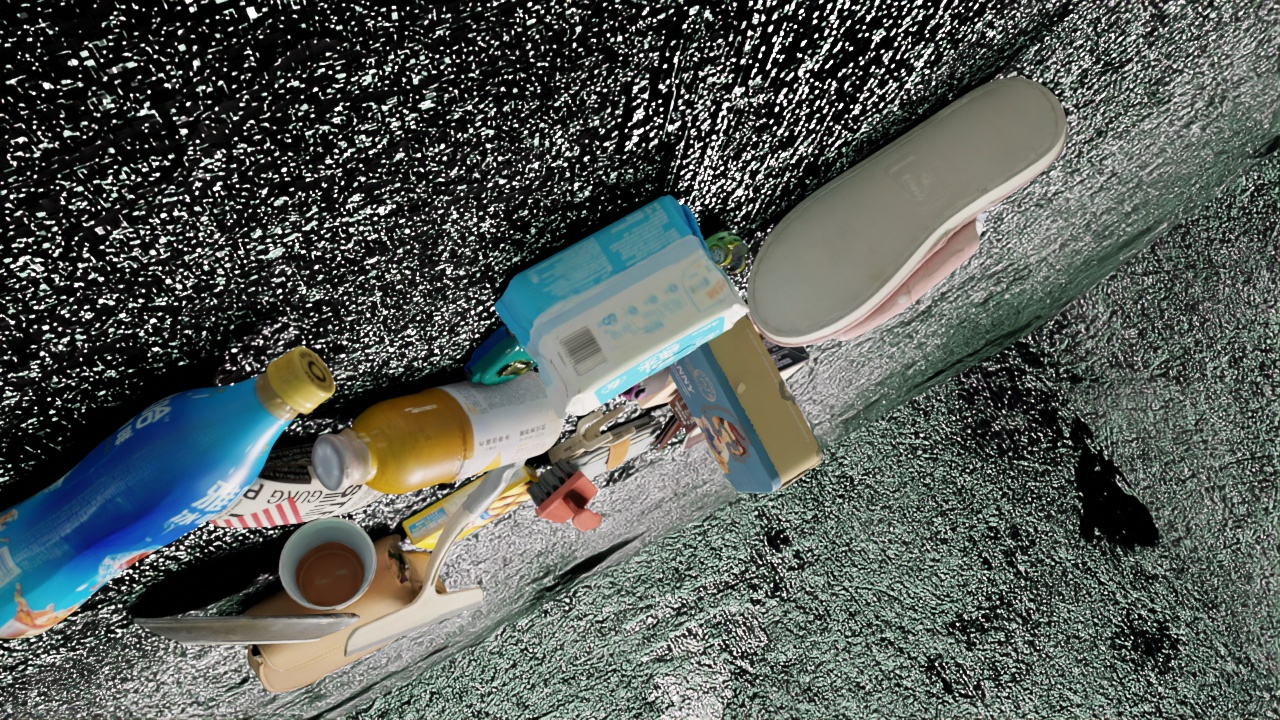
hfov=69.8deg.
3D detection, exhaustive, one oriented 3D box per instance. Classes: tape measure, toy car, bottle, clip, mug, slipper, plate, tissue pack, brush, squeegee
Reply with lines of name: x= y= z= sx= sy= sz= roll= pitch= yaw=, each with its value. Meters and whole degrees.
tape measure: x=-0.005 y=0.005 z=0.774 sx=0.039 sy=0.057 sz=0.058 roll=-20 pitch=139 yaw=-30
toy car: x=0.037 y=-0.063 z=0.670 sx=0.091 sy=0.036 sz=0.043 roll=-34 pitch=164 yaw=17
bottle: x=-0.138 y=0.052 z=0.648 sx=0.189 sy=0.068 sz=0.068 roll=-13 pitch=157 yaw=-49
clip: x=-0.060 y=0.082 z=0.976 sx=0.103 sy=0.035 sz=0.092 roll=-25 pitch=170 yaw=9
tape measure: x=-0.091 y=-0.003 z=0.643 sx=0.058 sy=0.025 sz=0.054 roll=-38 pitch=163 yaw=29
mug: x=-0.281 y=0.193 z=0.832 sx=0.078 sy=0.078 sz=0.123 roll=-24 pitch=168 yaw=-23
slipper: x=0.200 y=-0.108 z=0.702 sx=0.274 sy=0.114 sz=0.054 roll=-39 pitch=152 yaw=8
plate: x=-0.334 y=0.230 z=0.787 sx=0.179 sy=0.024 sz=0.179 roll=-2 pitch=165 yaw=-1
bottle: x=-0.252 y=0.063 z=0.472 sx=0.219 sy=0.065 sz=0.065 roll=-34 pitch=165 yaw=7
tissue pack: x=-0.011 y=-0.033 z=0.571 sx=0.140 sy=0.090 sz=0.063 roll=-30 pitch=165 yaw=-4
brush: x=-0.075 y=0.157 z=1.008 sx=0.063 sy=0.069 sz=0.146 roll=-42 pitch=166 yaw=-6
squeegee: x=-0.168 y=0.158 z=0.908 sx=0.247 sy=0.039 sz=0.246 roll=-57 pitch=162 yaw=8

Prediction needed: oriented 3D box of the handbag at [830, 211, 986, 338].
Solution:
handbag: x=0.220 y=-0.096 z=0.844 sx=0.194 sy=0.075 sz=0.134 roll=-41 pitch=162 yaw=31

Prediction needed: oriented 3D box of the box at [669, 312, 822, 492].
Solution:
box: x=0.075 y=0.022 z=0.773 sx=0.059 sy=0.184 sz=0.090 roll=-32 pitch=-179 yaw=-20

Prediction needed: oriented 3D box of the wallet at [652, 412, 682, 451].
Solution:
wallet: x=0.060 y=0.050 z=1.074 sx=0.096 sy=0.020 sz=0.123 roll=-50 pitch=175 yaw=-31

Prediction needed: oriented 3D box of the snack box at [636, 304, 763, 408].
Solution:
snack box: x=0.069 y=-0.006 z=0.943 sx=0.158 sy=0.026 sz=0.084 roll=-41 pitch=163 yaw=35

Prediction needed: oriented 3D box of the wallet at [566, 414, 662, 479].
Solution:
wallet: x=-0.040 y=0.115 z=1.113 sx=0.129 sy=0.037 sz=0.107 roll=-23 pitch=164 yaw=-27

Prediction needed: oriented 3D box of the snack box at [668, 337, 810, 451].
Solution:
snack box: x=0.098 y=0.030 z=0.957 sx=0.113 sy=0.053 sz=0.126 roll=-21 pitch=164 yaw=-37

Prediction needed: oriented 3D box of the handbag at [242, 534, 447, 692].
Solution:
handbag: x=-0.310 y=0.259 z=0.958 sx=0.204 sy=0.099 sz=0.148 roll=-26 pitch=157 yaw=-15

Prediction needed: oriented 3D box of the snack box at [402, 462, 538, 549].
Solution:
snack box: x=-0.178 y=0.157 z=0.991 sx=0.140 sy=0.033 sz=0.087 roll=-28 pitch=165 yaw=-3

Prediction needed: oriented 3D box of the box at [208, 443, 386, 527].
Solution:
box: x=-0.223 y=0.088 z=0.634 sx=0.071 sy=0.057 sz=0.164 roll=-19 pitch=172 yaw=28
